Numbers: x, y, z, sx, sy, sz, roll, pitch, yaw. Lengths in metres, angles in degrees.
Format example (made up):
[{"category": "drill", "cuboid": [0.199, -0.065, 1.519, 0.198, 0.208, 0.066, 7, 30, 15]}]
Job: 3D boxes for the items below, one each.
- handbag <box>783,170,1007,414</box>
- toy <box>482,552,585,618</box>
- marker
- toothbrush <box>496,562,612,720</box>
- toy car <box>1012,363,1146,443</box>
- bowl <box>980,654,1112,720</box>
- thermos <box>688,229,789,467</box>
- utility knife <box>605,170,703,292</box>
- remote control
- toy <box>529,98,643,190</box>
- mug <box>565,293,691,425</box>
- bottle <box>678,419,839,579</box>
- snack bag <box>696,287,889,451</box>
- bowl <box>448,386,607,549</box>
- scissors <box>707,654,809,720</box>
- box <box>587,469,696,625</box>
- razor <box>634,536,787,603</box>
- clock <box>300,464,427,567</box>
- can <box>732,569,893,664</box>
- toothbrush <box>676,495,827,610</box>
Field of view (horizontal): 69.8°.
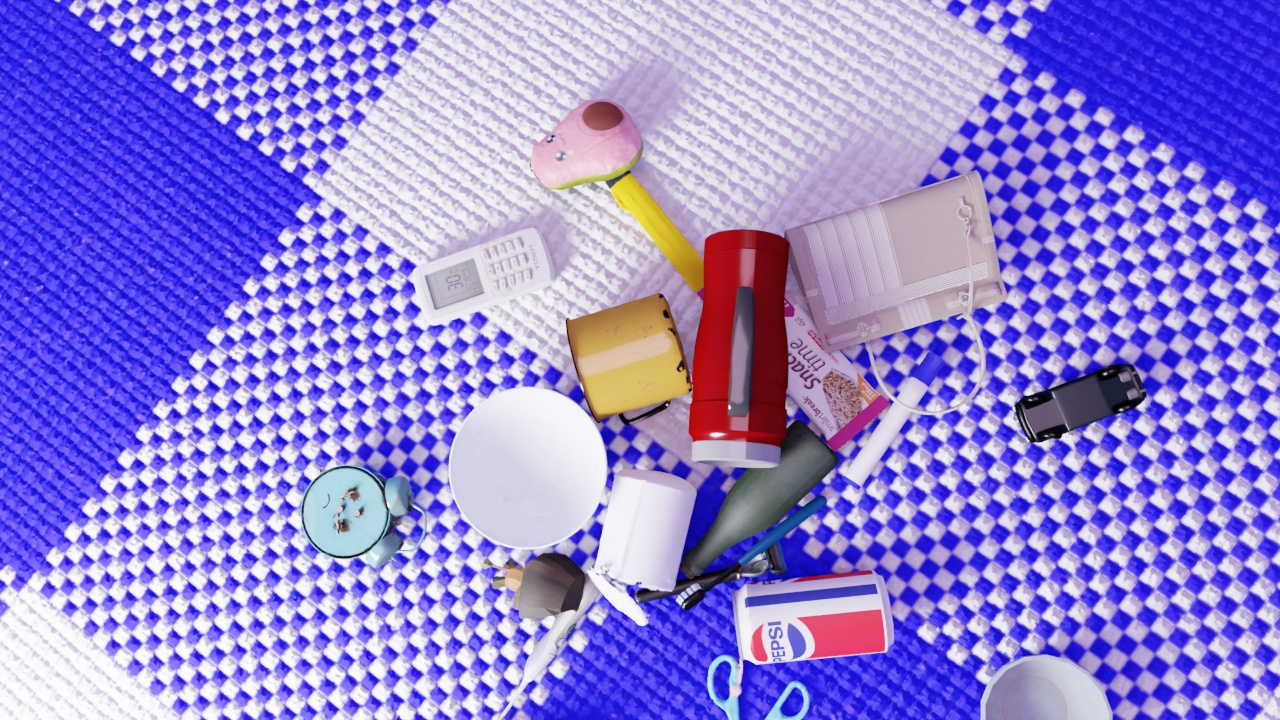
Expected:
[{"category": "handbag", "cuboid": [0.243, -0.047, 0.828, 0.176, 0.062, 0.198, -17, 82, 5]}, {"category": "toy", "cuboid": [-0.102, 0.206, 0.852, 0.100, 0.076, 0.063, 10, 125, 25]}, {"category": "marker", "cuboid": [0.232, 0.056, 0.842, 0.020, 0.020, 0.141, 34, 89, 9]}, {"category": "toothbrush", "cuboid": [-0.087, 0.271, 0.861, 0.024, 0.022, 0.185, 34, 88, 27]}, {"category": "toy car", "cuboid": [0.390, 0.038, 0.817, 0.112, 0.034, 0.046, -21, 83, 4]}, {"category": "bowl", "cuboid": [0.345, 0.305, 0.794, 0.106, 0.039, 0.106, -1, 84, 7]}, {"category": "thermos", "cuboid": [0.088, -0.010, 0.794, 0.084, 0.108, 0.198, 3, 80, 4]}, {"category": "utility knife", "cuboid": [0.042, -0.095, 0.882, 0.030, 0.019, 0.223, -39, 79, 7]}, {"category": "remote control", "cuboid": [-0.154, -0.082, 0.901, 0.138, 0.025, 0.060, -19, 82, 5]}, {"category": "toy", "cuboid": [-0.054, -0.203, 0.886, 0.110, 0.051, 0.090, -30, 67, 10]}, {"category": "mug", "cuboid": [-0.005, 0.005, 0.845, 0.094, 0.100, 0.124, -17, 123, 3]}, {"category": "bottle", "cuboid": [0.101, 0.133, 0.835, 0.174, 0.055, 0.055, -45, 81, 3]}, {"category": "snack bag", "cuboid": [0.142, -0.011, 0.856, 0.070, 0.016, 0.196, -40, 84, -3]}, {"category": "bowl", "cuboid": [-0.097, 0.099, 0.852, 0.144, 0.074, 0.144, -1, 84, 7]}, {"category": "scissors", "cuboid": [0.109, 0.339, 0.838, 0.111, 0.015, 0.140, -5, 90, 7]}, {"category": "box", "cuboid": [-0.004, 0.168, 0.825, 0.080, 0.089, 0.143, 4, 79, 44]}, {"category": "razor", "cuboid": [0.064, 0.201, 0.851, 0.144, 0.022, 0.042, -19, 40, 9]}, {"category": "clock", "cuboid": [-0.262, 0.147, 0.879, 0.124, 0.053, 0.090, 15, 87, 8]}, {"category": "can", "cuboid": [0.151, 0.227, 0.811, 0.132, 0.070, 0.070, -8, 83, 6]}, {"category": "toothbrush", "cuboid": [0.103, 0.172, 0.830, 0.167, 0.014, 0.014, -34, 47, -14]}]
